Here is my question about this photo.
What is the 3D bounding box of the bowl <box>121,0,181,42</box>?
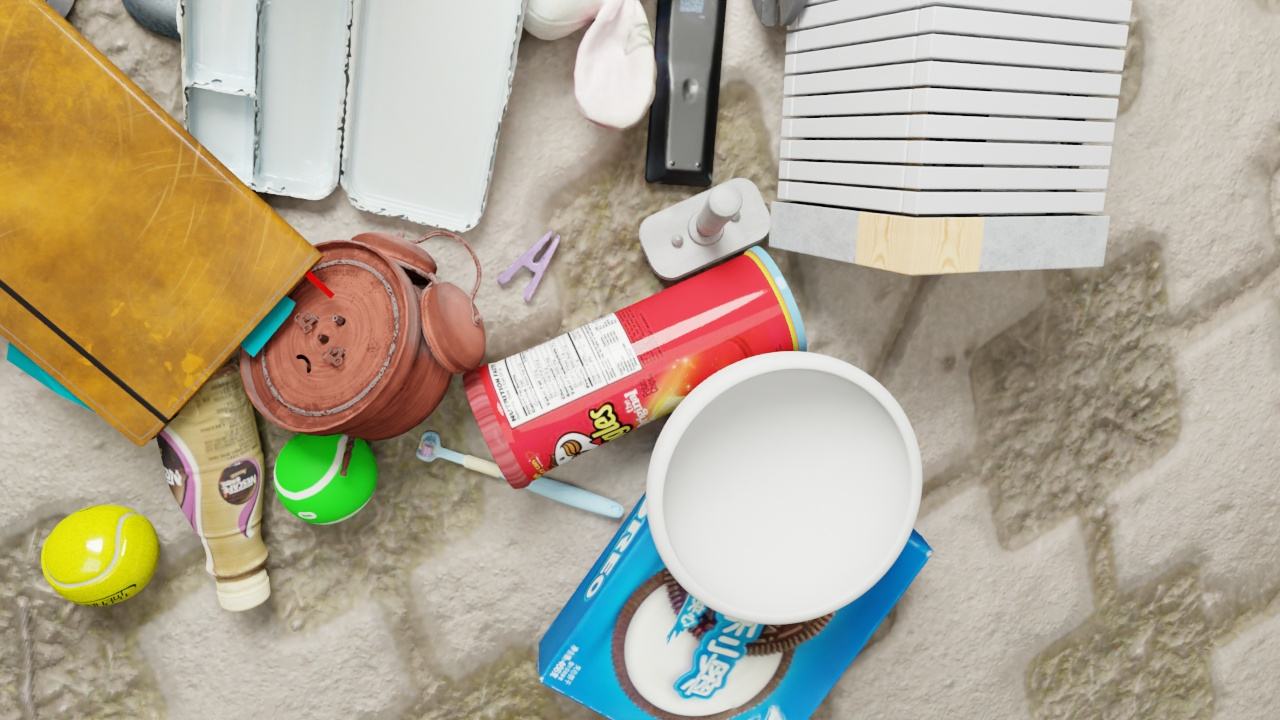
[{"bbox_3d":[-0.258,-0.236,0.531,0.110,0.055,0.110,-2,105,-9],"label":"bowl"}]

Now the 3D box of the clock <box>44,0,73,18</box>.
[{"bbox_3d":[-0.372,-0.240,0.513,0.089,0.052,0.125,-10,105,-6],"label":"clock"}]

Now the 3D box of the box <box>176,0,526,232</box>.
[{"bbox_3d":[-0.167,-0.179,0.529,0.191,0.045,0.210,9,128,-11],"label":"box"}]

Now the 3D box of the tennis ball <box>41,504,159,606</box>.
[{"bbox_3d":[-0.351,0.127,0.598,0.065,0.065,0.065,-2,104,-9],"label":"tennis ball"}]

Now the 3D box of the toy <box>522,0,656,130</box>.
[{"bbox_3d":[-0.063,-0.238,0.549,0.194,0.084,0.159,17,86,-8],"label":"toy"}]

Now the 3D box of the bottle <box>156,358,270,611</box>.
[{"bbox_3d":[-0.276,0.084,0.603,0.059,0.059,0.166,-8,105,-7],"label":"bottle"}]

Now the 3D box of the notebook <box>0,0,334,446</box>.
[{"bbox_3d":[-0.323,-0.072,0.522,0.178,0.014,0.249,-44,101,8],"label":"notebook"}]

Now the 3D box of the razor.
[{"bbox_3d":[0.046,-0.091,0.582,0.088,0.116,0.047,-24,90,-3],"label":"razor"}]

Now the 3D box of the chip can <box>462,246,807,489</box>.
[{"bbox_3d":[-0.004,0.004,0.613,0.213,0.087,0.087,-24,106,-3],"label":"chip can"}]

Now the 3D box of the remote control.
[{"bbox_3d":[0.032,-0.191,0.603,0.047,0.022,0.150,1,103,-10],"label":"remote control"}]

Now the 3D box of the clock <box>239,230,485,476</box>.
[{"bbox_3d":[-0.164,-0.017,0.566,0.158,0.072,0.120,-46,65,2],"label":"clock"}]

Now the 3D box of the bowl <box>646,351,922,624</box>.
[{"bbox_3d":[0.087,0.077,0.596,0.176,0.066,0.177,-2,102,-8],"label":"bowl"}]

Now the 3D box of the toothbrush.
[{"bbox_3d":[-0.083,0.085,0.656,0.155,0.016,0.022,21,62,-13],"label":"toothbrush"}]

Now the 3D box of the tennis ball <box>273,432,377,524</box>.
[{"bbox_3d":[-0.208,0.076,0.608,0.065,0.065,0.065,-2,104,-9],"label":"tennis ball"}]

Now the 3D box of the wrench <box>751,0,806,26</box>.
[{"bbox_3d":[0.066,-0.340,0.551,0.018,0.073,0.273,-12,97,-24],"label":"wrench"}]

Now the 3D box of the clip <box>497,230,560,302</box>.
[{"bbox_3d":[-0.078,-0.066,0.622,0.043,0.014,0.051,10,105,-9],"label":"clip"}]

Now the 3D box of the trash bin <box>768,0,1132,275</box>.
[{"bbox_3d":[0.182,-0.184,0.549,0.142,0.142,0.247,-4,105,-23],"label":"trash bin"}]

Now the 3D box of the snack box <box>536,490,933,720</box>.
[{"bbox_3d":[0.068,0.178,0.680,0.195,0.056,0.239,33,96,-14],"label":"snack box"}]
